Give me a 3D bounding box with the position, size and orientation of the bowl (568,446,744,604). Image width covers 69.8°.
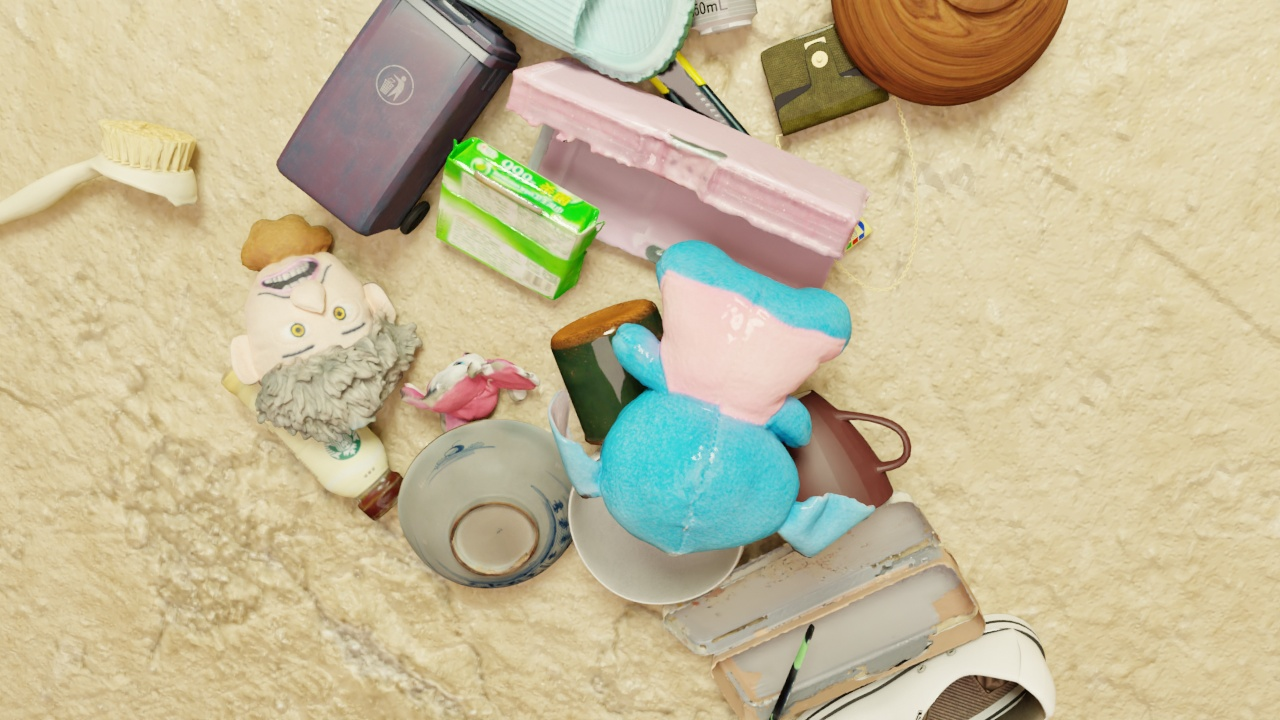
[{"bbox_3d":[0.016,0.112,0.697,0.132,0.064,0.132,2,104,10],"label":"bowl"}]

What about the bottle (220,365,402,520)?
[{"bbox_3d":[-0.251,0.056,0.723,0.057,0.056,0.162,-39,99,17],"label":"bottle"}]

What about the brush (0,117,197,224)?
[{"bbox_3d":[-0.452,-0.124,0.699,0.273,0.062,0.077,-13,89,16],"label":"brush"}]

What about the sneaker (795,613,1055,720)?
[{"bbox_3d":[0.214,0.301,0.716,0.246,0.097,0.091,-35,100,16],"label":"sneaker"}]

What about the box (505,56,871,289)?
[{"bbox_3d":[0.021,-0.101,0.607,0.232,0.098,0.115,25,117,6],"label":"box"}]

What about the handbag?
[{"bbox_3d":[0.140,-0.132,0.617,0.084,0.027,0.178,-16,101,13],"label":"handbag"}]

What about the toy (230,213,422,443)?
[{"bbox_3d":[-0.238,-0.030,0.676,0.176,0.132,0.076,64,150,3],"label":"toy"}]

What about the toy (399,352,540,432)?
[{"bbox_3d":[-0.126,0.018,0.702,0.103,0.050,0.065,-23,138,21],"label":"toy"}]

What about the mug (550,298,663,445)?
[{"bbox_3d":[-0.003,0.004,0.652,0.111,0.084,0.081,-13,105,33],"label":"mug"}]

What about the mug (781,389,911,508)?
[{"bbox_3d":[0.136,0.065,0.658,0.114,0.086,0.088,-23,90,31],"label":"mug"}]

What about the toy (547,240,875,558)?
[{"bbox_3d":[0.059,0.034,0.577,0.224,0.099,0.191,19,97,-1],"label":"toy"}]

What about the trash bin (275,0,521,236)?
[{"bbox_3d":[-0.161,-0.173,0.622,0.094,0.092,0.161,39,104,-5],"label":"trash bin"}]

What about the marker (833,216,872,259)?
[{"bbox_3d":[0.108,-0.057,0.659,0.132,0.014,0.014,-38,99,17],"label":"marker"}]

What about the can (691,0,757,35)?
[{"bbox_3d":[0.045,-0.266,0.585,0.044,0.044,0.107,-9,106,10],"label":"can"}]

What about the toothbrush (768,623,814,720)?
[{"bbox_3d":[0.107,0.281,0.730,0.017,0.014,0.188,10,116,-7],"label":"toothbrush"}]

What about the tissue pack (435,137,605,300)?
[{"bbox_3d":[-0.088,-0.096,0.638,0.114,0.034,0.100,31,149,-2],"label":"tissue pack"}]

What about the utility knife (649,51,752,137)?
[{"bbox_3d":[0.055,-0.160,0.632,0.029,0.020,0.198,-41,99,19],"label":"utility knife"}]

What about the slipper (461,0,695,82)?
[{"bbox_3d":[-0.085,-0.281,0.571,0.276,0.069,0.116,36,112,3],"label":"slipper"}]

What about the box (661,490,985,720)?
[{"bbox_3d":[0.141,0.196,0.716,0.217,0.063,0.157,-30,122,16],"label":"box"}]

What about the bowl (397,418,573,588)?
[{"bbox_3d":[-0.112,0.123,0.705,0.150,0.056,0.151,-3,113,-8],"label":"bowl"}]

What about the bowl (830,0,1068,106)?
[{"bbox_3d":[0.193,-0.232,0.547,0.147,0.069,0.147,0,98,0],"label":"bowl"}]
